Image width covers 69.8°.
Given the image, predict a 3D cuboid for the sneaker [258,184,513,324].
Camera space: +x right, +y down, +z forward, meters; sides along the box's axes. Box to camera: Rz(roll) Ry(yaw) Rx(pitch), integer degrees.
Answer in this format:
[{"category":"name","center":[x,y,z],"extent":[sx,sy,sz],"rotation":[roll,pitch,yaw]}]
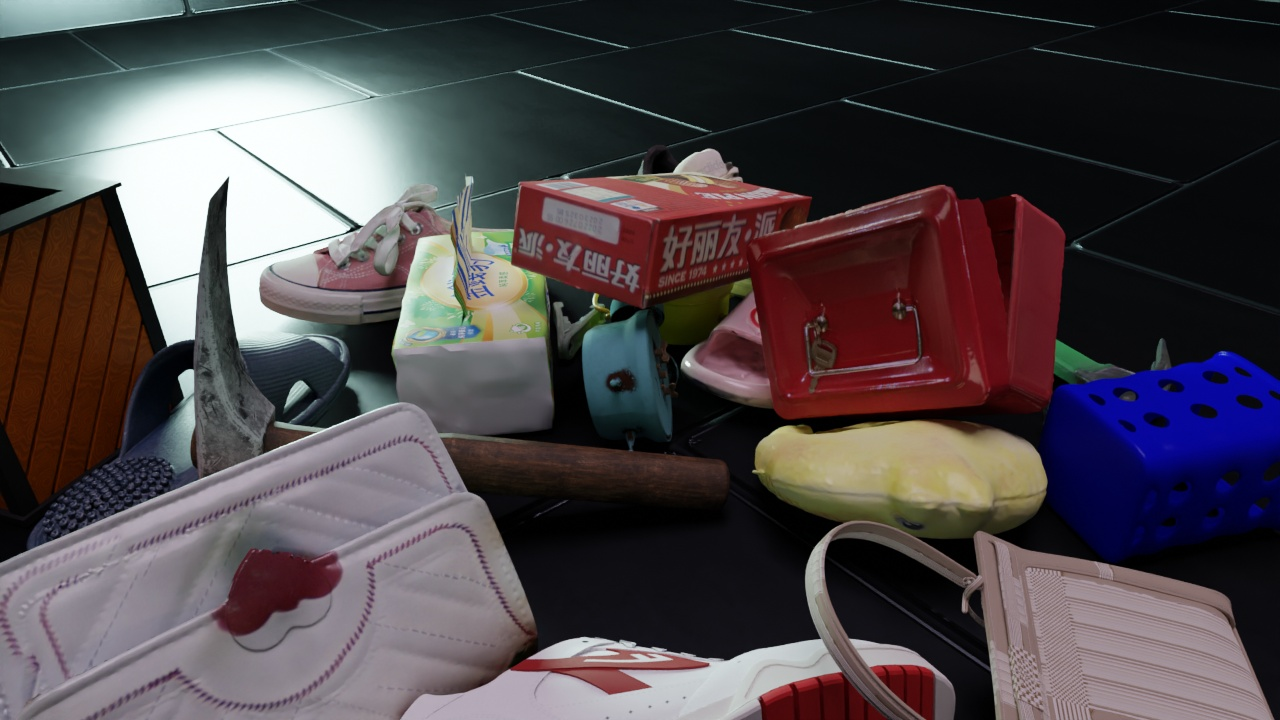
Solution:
[{"category":"sneaker","center":[-0.209,-0.095,0.798],"extent":[0.240,0.088,0.118],"rotation":[-11,31,-17]}]

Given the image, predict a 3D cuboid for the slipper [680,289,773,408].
[{"category":"slipper","center":[0.126,-0.025,0.692],"extent":[0.107,0.056,0.221],"rotation":[27,44,37]}]

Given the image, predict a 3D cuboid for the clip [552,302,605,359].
[{"category":"clip","center":[-0.055,-0.024,0.735],"extent":[0.061,0.023,0.075],"rotation":[2,29,8]}]

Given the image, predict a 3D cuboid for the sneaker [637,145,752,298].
[{"category":"sneaker","center":[0.077,-0.136,0.839],"extent":[0.088,0.102,0.241],"rotation":[-22,37,-31]}]

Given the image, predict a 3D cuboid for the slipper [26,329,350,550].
[{"category":"slipper","center":[-0.290,0.030,0.598],"extent":[0.101,0.083,0.262],"rotation":[5,32,15]}]

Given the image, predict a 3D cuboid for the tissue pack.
[{"category":"tissue pack","center":[-0.120,-0.054,0.670],"extent":[0.120,0.142,0.197],"rotation":[-8,31,-10]}]

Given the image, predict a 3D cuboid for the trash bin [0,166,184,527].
[{"category":"trash bin","center":[-0.417,-0.017,0.591],"extent":[0.140,0.172,0.139],"rotation":[9,32,18]}]

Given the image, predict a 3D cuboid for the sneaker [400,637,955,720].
[{"category":"sneaker","center":[0.007,0.150,0.386],"extent":[0.236,0.090,0.104],"rotation":[-14,26,-13]}]

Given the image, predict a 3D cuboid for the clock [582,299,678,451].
[{"category":"clock","center":[-0.004,0.004,0.622],"extent":[0.053,0.090,0.124],"rotation":[-8,30,9]}]

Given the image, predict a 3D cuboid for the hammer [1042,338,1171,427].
[{"category":"hammer","center":[0.274,-0.038,0.736],"extent":[0.130,0.032,0.318],"rotation":[-15,32,-19]}]

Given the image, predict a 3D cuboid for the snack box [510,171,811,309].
[{"category":"snack box","center":[0.024,-0.097,0.673],"extent":[0.113,0.060,0.235],"rotation":[19,22,29]}]

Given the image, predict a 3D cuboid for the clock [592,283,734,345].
[{"category":"clock","center":[0.020,-0.053,0.744],"extent":[0.119,0.057,0.083],"rotation":[3,30,4]}]

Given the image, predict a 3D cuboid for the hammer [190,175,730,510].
[{"category":"hammer","center":[-0.088,0.027,0.506],"extent":[0.300,0.218,0.037],"rotation":[6,29,-11]}]

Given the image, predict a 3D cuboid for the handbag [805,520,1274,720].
[{"category":"handbag","center":[0.151,0.126,0.351],"extent":[0.198,0.062,0.175],"rotation":[30,33,-3]}]

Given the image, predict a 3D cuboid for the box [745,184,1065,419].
[{"category":"box","center":[0.169,-0.026,0.574],"extent":[0.127,0.137,0.158],"rotation":[-4,-1,-41]}]

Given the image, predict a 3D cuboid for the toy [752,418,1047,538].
[{"category":"toy","center":[0.151,0.064,0.533],"extent":[0.170,0.064,0.154],"rotation":[0,11,-3]}]

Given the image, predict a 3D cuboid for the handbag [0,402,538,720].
[{"category":"handbag","center":[-0.158,0.118,0.396],"extent":[0.198,0.096,0.142],"rotation":[-25,80,-34]}]

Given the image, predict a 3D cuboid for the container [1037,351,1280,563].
[{"category":"container","center":[0.302,0.055,0.524],"extent":[0.113,0.085,0.085],"rotation":[-9,33,-11]}]
